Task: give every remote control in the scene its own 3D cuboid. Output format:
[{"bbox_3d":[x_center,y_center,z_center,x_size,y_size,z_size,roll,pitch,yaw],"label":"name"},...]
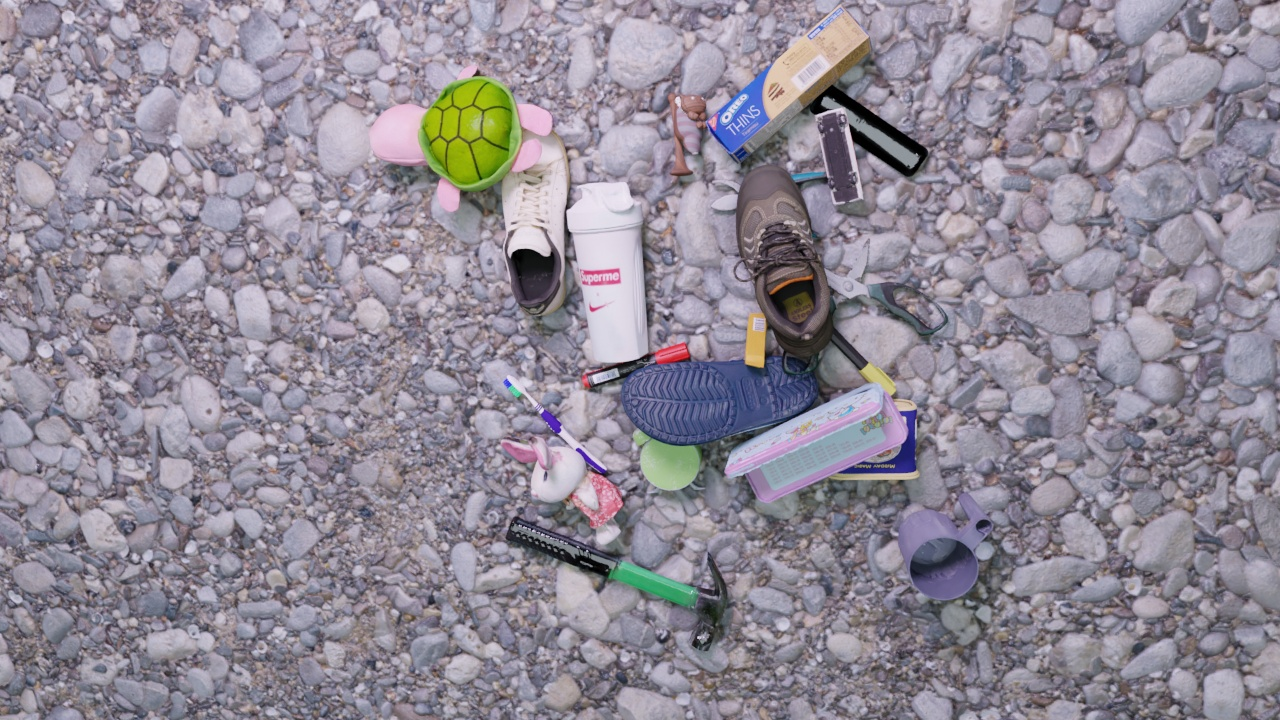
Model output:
[{"bbox_3d":[0.278,-0.280,1.116,0.152,0.020,0.041,34,105,1],"label":"remote control"}]

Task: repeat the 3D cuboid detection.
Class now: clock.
[{"bbox_3d":[0.040,0.122,1.216,0.094,0.042,0.119,-7,100,7],"label":"clock"}]

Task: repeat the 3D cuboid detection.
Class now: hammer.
[{"bbox_3d":[-0.033,0.286,1.265,0.319,0.032,0.130,20,104,3],"label":"hammer"}]

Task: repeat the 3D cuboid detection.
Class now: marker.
[{"bbox_3d":[-0.007,0.007,1.208,0.145,0.021,0.023,-17,136,10],"label":"marker"},{"bbox_3d":[0.279,-0.002,1.175,0.124,0.018,0.021,45,70,-2],"label":"marker"}]

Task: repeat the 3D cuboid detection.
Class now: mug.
[{"bbox_3d":[0.388,0.229,1.164,0.084,0.104,0.124,37,103,-1],"label":"mug"}]

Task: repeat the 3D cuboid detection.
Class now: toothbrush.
[{"bbox_3d":[-0.115,0.088,1.242,0.186,0.015,0.016,45,106,-4],"label":"toothbrush"}]

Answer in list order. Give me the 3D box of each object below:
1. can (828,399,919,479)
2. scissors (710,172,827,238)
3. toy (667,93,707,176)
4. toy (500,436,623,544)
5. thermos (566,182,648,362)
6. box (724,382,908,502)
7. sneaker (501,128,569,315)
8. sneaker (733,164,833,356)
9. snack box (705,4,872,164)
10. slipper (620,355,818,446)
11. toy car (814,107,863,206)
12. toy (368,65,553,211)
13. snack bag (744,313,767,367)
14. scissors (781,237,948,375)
[{"bbox_3d":[0.296,0.100,1.174,0.116,0.056,0.092,-1,100,7],"label":"can"},{"bbox_3d":[0.170,-0.204,1.146,0.156,0.019,0.124,40,103,-3],"label":"scissors"},{"bbox_3d":[0.058,-0.282,1.130,0.055,0.041,0.102,-4,95,42],"label":"toy"},{"bbox_3d":[-0.097,0.163,1.213,0.194,0.159,0.084,46,72,-19],"label":"toy"},{"bbox_3d":[-0.034,-0.112,1.153,0.099,0.099,0.220,-5,105,8],"label":"thermos"},{"bbox_3d":[0.210,0.106,1.118,0.215,0.092,0.089,-29,87,24],"label":"box"},{"bbox_3d":[-0.138,-0.172,1.146,0.089,0.102,0.241,0,100,8],"label":"sneaker"},{"bbox_3d":[0.159,-0.120,1.070,0.101,0.143,0.238,-17,85,12],"label":"sneaker"},{"bbox_3d":[0.175,-0.327,1.094,0.207,0.056,0.057,-39,78,13],"label":"snack box"},{"bbox_3d":[0.099,0.052,1.169,0.252,0.095,0.105,-6,83,-9],"label":"slipper"},{"bbox_3d":[0.245,-0.248,1.117,0.039,0.038,0.113,-7,101,36],"label":"toy car"},{"bbox_3d":[-0.222,-0.280,1.132,0.238,0.087,0.190,7,89,20],"label":"toy"},{"bbox_3d":[0.146,-0.026,1.153,0.026,0.099,0.020,5,134,5],"label":"snack bag"},{"bbox_3d":[0.270,-0.048,1.146,0.201,0.015,0.201,30,88,-1],"label":"scissors"}]
